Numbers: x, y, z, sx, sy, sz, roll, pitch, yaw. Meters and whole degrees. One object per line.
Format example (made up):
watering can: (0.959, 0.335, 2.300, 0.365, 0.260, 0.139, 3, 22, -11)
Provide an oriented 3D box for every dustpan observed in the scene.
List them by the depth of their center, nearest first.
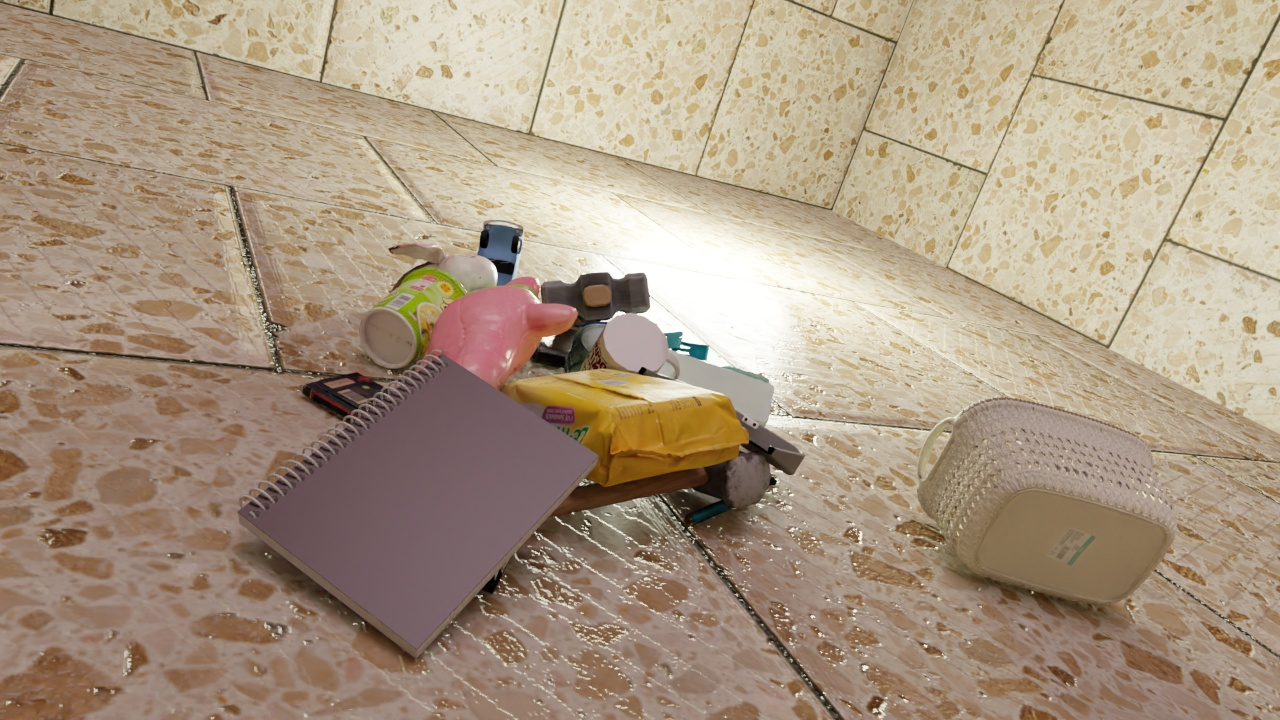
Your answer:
dustpan: (0.110, 0.073, 1.017, 0.163, 0.033, 0.257, 32, -4, 25)

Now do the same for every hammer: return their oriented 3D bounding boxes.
hammer: (-0.025, 0.118, 0.828, 0.327, 0.052, 0.098, -6, 11, -38)
hammer: (-0.070, -0.067, 1.154, 0.117, 0.051, 0.323, -6, 0, -8)

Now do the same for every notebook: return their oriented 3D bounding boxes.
notebook: (-0.159, 0.091, 0.681, 0.171, 0.022, 0.208, 31, 46, 15)

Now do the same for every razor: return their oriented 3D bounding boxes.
razor: (0.088, 0.143, 0.929, 0.042, 0.022, 0.143, 4, 13, 36)

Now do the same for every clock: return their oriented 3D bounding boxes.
clock: (-0.045, 0.008, 1.105, 0.090, 0.052, 0.129, 10, 38, -14)

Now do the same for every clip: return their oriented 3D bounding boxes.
clip: (0.019, -0.026, 1.241, 0.113, 0.028, 0.127, 25, -14, -34)

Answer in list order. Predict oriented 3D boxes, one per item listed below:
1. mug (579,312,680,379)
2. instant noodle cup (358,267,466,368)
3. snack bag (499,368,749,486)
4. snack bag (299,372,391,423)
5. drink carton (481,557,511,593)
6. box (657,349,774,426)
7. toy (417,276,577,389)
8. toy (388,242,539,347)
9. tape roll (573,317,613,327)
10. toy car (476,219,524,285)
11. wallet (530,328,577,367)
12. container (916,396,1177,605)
mug: (-0.006, 0.006, 1.024, 0.105, 0.090, 0.073, 12, 56, -16)
instant noodle cup: (-0.255, -0.042, 1.024, 0.099, 0.099, 0.107, 22, 27, 10)
snack bag: (-0.027, 0.054, 0.866, 0.159, 0.068, 0.248, -5, 9, -35)
snack bag: (-0.242, 0.051, 0.877, 0.155, 0.018, 0.074, 26, 20, 20)
drink carton: (-0.155, 0.121, 0.697, 0.130, 0.040, 0.064, 21, 46, 7)
box: (0.073, 0.029, 1.210, 0.197, 0.075, 0.125, 19, 0, -1)
toy: (-0.154, -0.014, 0.910, 0.097, 0.192, 0.236, 59, 8, -21)
toy: (-0.201, -0.082, 1.123, 0.205, 0.131, 0.105, 33, 58, 13)
tape roll: (-0.086, -0.070, 1.363, 0.093, 0.016, 0.091, 18, 19, 0)
toy car: (-0.193, -0.112, 1.215, 0.056, 0.153, 0.055, 9, -18, -1)
wallet: (-0.103, -0.021, 1.196, 0.099, 0.031, 0.120, 14, 18, -24)
container: (0.437, 0.155, 0.988, 0.246, 0.185, 0.142, 15, 30, -6)
